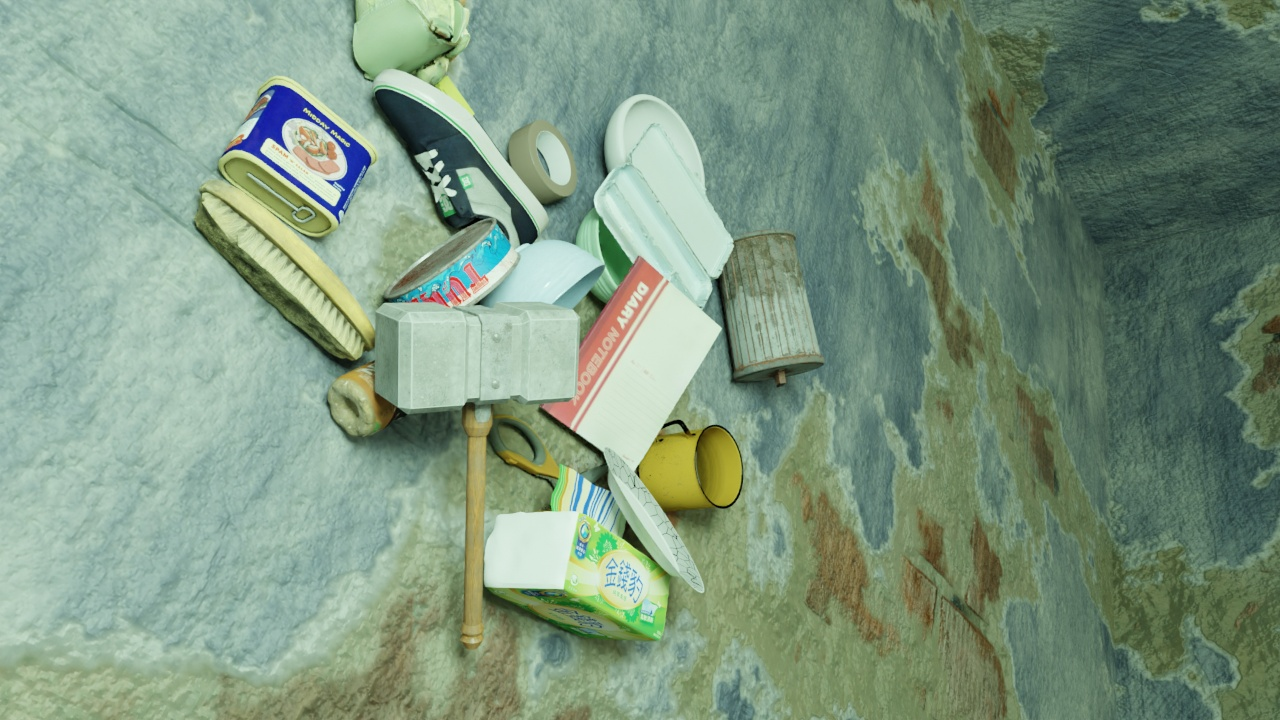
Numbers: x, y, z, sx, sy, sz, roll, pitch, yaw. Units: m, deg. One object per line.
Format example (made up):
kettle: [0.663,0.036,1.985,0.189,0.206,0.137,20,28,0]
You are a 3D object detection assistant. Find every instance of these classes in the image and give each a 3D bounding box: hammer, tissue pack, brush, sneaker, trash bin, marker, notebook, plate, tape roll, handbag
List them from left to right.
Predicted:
brush: [-0.306,-0.074,0.794,0.195,0.059,0.043,50,54,-24]
handbag: [-0.230,-0.375,0.944,0.116,0.113,0.186,8,71,-56]
sneaker: [-0.195,-0.193,0.952,0.235,0.084,0.078,47,59,-31]
marker: [-0.187,-0.260,1.028,0.124,0.018,0.021,54,44,-25]
hammer: [-0.147,0.110,0.820,0.162,0.083,0.318,-3,102,-32]
tape roll: [-0.114,-0.234,1.082,0.093,0.030,0.093,35,47,-49]
tissue pack: [-0.055,0.194,0.943,0.198,0.120,0.141,51,43,-51]
notebook: [-0.006,0.006,1.067,0.153,0.012,0.208,39,78,-31]
plate: [0.008,0.175,0.998,0.188,0.016,0.188,55,3,-5]
trash bin: [0.182,-0.068,1.315,0.130,0.131,0.211,2,75,-50]

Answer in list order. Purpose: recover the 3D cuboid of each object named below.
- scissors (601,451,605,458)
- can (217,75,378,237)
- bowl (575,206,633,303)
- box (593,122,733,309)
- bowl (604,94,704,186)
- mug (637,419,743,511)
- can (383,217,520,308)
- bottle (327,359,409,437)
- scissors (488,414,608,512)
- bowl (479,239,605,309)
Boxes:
scissors: [-0.069,0.048,1.065,0.143,0.019,0.126,31,60,-33]
can: [-0.308,-0.180,0.828,0.116,0.057,0.092,40,52,-35]
bowl: [-0.027,-0.127,1.127,0.150,0.077,0.150,20,64,-46]
box: [0.035,-0.168,1.131,0.209,0.037,0.188,52,42,-28]
bowl: [0.008,-0.257,1.218,0.176,0.066,0.176,19,64,-45]
mug: [0.054,0.125,1.125,0.124,0.094,0.100,60,41,-21]
can: [-0.182,-0.083,0.886,0.044,0.130,0.129,56,43,-21]
bottle: [-0.215,0.014,0.872,0.166,0.059,0.059,-34,104,-50]
scissors: [-0.098,0.154,1.001,0.225,0.016,0.216,42,49,-36]
bowl: [-0.116,-0.074,0.967,0.075,0.151,0.150,47,42,2]
